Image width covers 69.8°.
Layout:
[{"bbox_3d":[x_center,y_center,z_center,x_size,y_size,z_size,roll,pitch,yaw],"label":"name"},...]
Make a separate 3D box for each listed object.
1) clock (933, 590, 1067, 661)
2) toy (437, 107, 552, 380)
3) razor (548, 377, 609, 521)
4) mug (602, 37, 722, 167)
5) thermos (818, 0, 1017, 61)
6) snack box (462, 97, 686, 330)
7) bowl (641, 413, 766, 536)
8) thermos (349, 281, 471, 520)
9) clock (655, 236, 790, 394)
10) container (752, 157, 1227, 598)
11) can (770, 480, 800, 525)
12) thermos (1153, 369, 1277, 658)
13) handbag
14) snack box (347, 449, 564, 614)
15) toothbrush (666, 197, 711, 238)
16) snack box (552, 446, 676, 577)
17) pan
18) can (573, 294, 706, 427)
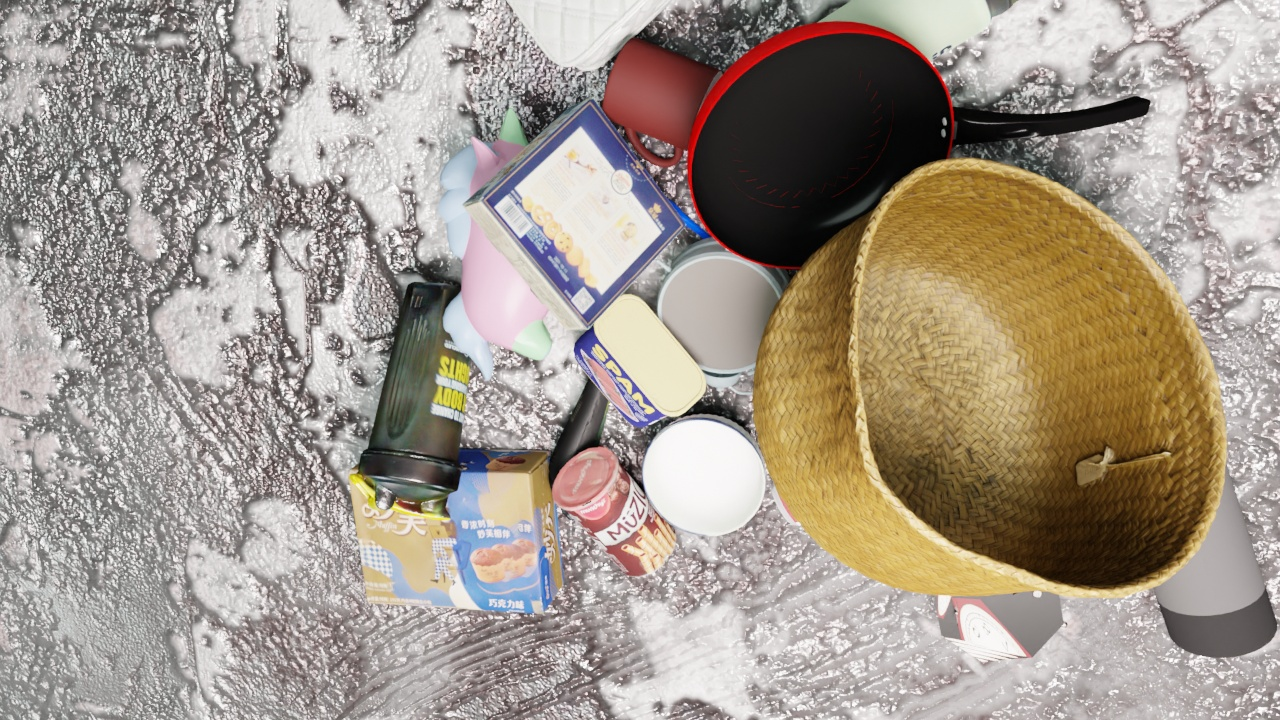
[{"bbox_3d":[0.315,0.205,0.843,0.115,0.065,0.154,-34,95,20],"label":"clock"},{"bbox_3d":[-0.126,-0.101,0.848,0.171,0.120,0.222,34,95,-11],"label":"toy"},{"bbox_3d":[-0.052,0.086,0.922,0.067,0.054,0.151,15,101,-17],"label":"razor"},{"bbox_3d":[0.016,-0.220,0.810,0.082,0.073,0.106,24,137,7],"label":"mug"},{"bbox_3d":[0.205,-0.271,0.740,0.232,0.082,0.082,-29,96,20],"label":"thermos"},{"bbox_3d":[-0.053,-0.125,0.795,0.144,0.144,0.043,51,156,-21],"label":"snack box"},{"bbox_3d":[0.065,0.102,0.882,0.118,0.062,0.118,4,105,14],"label":"bowl"},{"bbox_3d":[-0.211,0.038,0.884,0.098,0.098,0.220,5,78,13],"label":"thermos"},{"bbox_3d":[0.082,-0.038,0.840,0.123,0.045,0.159,-18,110,23],"label":"clock"},{"bbox_3d":[0.243,0.030,0.692,0.306,0.197,0.306,4,74,-15],"label":"container"},{"bbox_3d":[0.176,0.113,0.861,0.097,0.054,0.054,-30,96,20],"label":"can"},{"bbox_3d":[0.458,0.124,0.776,0.082,0.082,0.240,-20,99,18],"label":"thermos"},{"bbox_3d":[-0.024,-0.350,0.780,0.195,0.072,0.139,-36,85,21],"label":"handbag"},{"bbox_3d":[-0.192,0.176,0.965,0.203,0.069,0.155,-1,103,15],"label":"snack box"},{"bbox_3d":[0.018,-0.146,0.851,0.182,0.018,0.016,40,135,1],"label":"toothbrush"},{"bbox_3d":[-0.023,0.148,0.888,0.072,0.072,0.121,-24,125,19],"label":"snack box"},{"bbox_3d":[0.212,-0.179,0.726,0.356,0.067,0.209,-11,134,1],"label":"pan"},{"bbox_3d":[-0.005,0.005,0.853,0.056,0.092,0.116,-41,92,-23],"label":"can"}]
